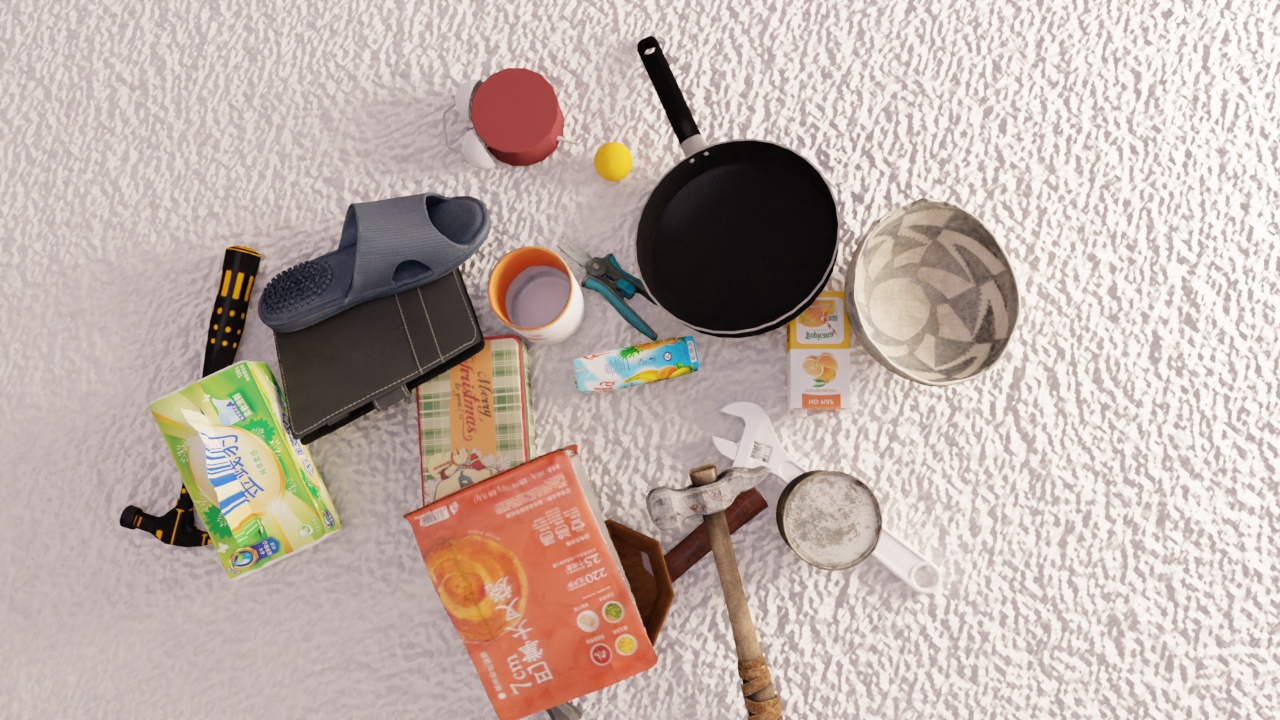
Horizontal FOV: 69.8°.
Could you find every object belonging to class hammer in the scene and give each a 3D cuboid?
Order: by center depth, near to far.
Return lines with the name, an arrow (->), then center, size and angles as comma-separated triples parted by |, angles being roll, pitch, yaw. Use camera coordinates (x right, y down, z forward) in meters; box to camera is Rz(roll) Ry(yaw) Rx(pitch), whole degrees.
hammer -> 0.099, 0.255, 0.875 | 0.121, 0.049, 0.318 | -14, 91, -6
hammer -> 0.003, 0.227, 0.909 | 0.300, 0.028, 0.111 | -40, 83, -1
hammer -> -0.448, 0.036, 0.963 | 0.123, 0.036, 0.320 | 12, 86, 3

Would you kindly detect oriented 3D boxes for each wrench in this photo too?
wrench -> 0.184, 0.138, 0.912 | 0.273, 0.018, 0.066 | 38, 87, 6

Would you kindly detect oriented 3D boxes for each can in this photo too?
can -> 0.176, 0.149, 0.865 | 0.090, 0.074, 0.090 | 0, 84, 4

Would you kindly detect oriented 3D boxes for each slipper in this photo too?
slipper -> -0.283, -0.116, 0.930 | 0.264, 0.082, 0.101 | -23, 50, 5

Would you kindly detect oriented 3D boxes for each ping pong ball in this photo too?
ping pong ball -> -0.028, -0.207, 0.956 | 0.040, 0.040, 0.040 | -1, 83, 4

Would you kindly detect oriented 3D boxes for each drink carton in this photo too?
drink carton -> 0.177, -0.005, 0.917 | 0.058, 0.040, 0.122 | 0, 83, 4
drink carton -> -0.005, 0.005, 0.928 | 0.129, 0.044, 0.038 | -12, 82, 1

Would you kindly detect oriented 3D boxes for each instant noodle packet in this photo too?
instant noodle packet -> -0.097, 0.208, 0.846 | 0.164, 0.084, 0.221 | -23, 86, 4

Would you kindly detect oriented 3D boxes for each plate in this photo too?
plate -> -0.030, 0.218, 0.876 | 0.131, 0.025, 0.131 | -2, 82, 12

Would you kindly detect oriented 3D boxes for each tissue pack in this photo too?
tissue pack -> -0.384, 0.105, 0.878 | 0.120, 0.141, 0.197 | -31, 91, -6

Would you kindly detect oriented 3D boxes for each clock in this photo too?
clock -> -0.140, -0.253, 0.966 | 0.137, 0.048, 0.096 | -10, 82, 3

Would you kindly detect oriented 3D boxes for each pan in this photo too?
pan -> 0.070, -0.186, 0.938 | 0.204, 0.044, 0.355 | -25, 69, 10

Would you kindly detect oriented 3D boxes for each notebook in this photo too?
notebook -> -0.267, -0.022, 0.927 | 0.209, 0.029, 0.169 | -29, 55, 4

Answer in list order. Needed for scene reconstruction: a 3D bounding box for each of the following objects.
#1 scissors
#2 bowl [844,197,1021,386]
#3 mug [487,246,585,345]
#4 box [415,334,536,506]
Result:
scissors -> -0.021, -0.079, 0.949 | 0.144, 0.019, 0.126 | 1, 67, -9
bowl -> 0.270, -0.058, 0.893 | 0.178, 0.081, 0.178 | 2, 80, -13
mug -> -0.101, -0.061, 0.911 | 0.082, 0.105, 0.082 | -1, 82, 4
box -> -0.165, 0.079, 0.929 | 0.118, 0.050, 0.205 | -4, 82, 3
